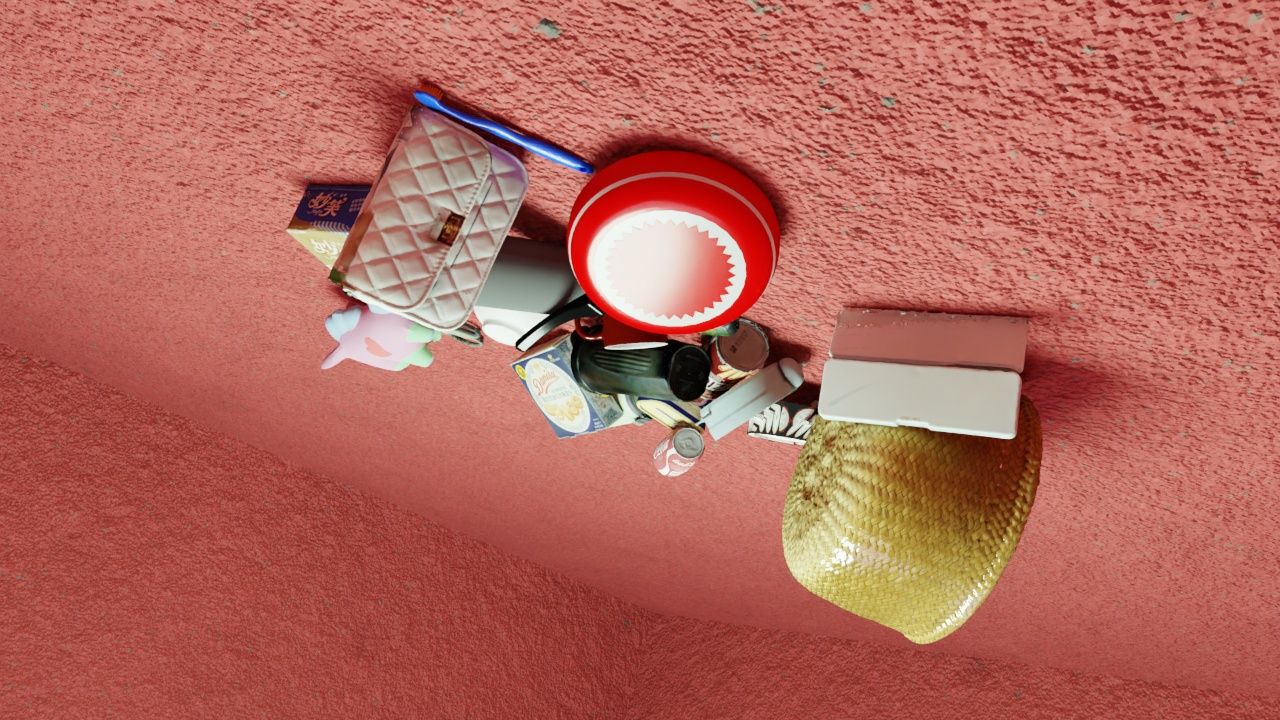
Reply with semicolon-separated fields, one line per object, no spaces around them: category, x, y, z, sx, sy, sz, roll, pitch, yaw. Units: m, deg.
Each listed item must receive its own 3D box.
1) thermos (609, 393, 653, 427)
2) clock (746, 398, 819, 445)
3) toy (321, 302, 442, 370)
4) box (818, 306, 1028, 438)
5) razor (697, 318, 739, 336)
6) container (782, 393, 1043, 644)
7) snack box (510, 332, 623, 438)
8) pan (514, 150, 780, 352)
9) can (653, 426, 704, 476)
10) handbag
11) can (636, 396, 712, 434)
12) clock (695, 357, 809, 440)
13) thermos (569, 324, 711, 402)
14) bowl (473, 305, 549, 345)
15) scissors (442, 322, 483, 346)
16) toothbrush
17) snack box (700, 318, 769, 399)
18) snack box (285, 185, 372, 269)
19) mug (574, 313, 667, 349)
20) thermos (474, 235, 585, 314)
thermos;-0.029;0.063;1.388;0.082;0.082;0.232;29;155;-28
clock;0.213;0.083;1.280;0.115;0.065;0.154;7;172;21
toy;-0.382;-0.051;1.350;0.171;0.119;0.223;16;151;-5
box;0.290;0.008;0.950;0.197;0.134;0.041;6;164;26
razor;0.045;-0.044;1.090;0.152;0.067;0.054;11;157;33
container;0.298;0.148;1.074;0.196;0.306;0.308;22;158;-4
snack box;-0.111;0.041;1.361;0.145;0.042;0.145;-18;108;55
pan;-0.020;-0.076;0.941;0.209;0.067;0.357;37;130;-27
can;0.053;0.126;1.264;0.054;0.054;0.097;19;158;-6
handbag;-0.198;-0.133;0.886;0.138;0.194;0.072;25;175;-20
can;0.053;0.039;1.258;0.057;0.092;0.116;-5;149;44
clock;0.146;0.044;1.161;0.045;0.159;0.122;57;173;7
thermos;-0.007;0.007;1.176;0.098;0.098;0.221;33;165;-36
bowl;-0.173;-0.060;1.225;0.118;0.062;0.118;14;158;6
scissors;-0.317;-0.062;1.398;0.171;0.012;0.121;29;156;-19
toothbrush;-0.127;-0.219;0.877;0.182;0.018;0.016;21;154;-17
snack box;0.106;0.000;1.153;0.072;0.072;0.122;21;158;-11
snack box;-0.296;-0.139;1.115;0.203;0.069;0.155;6;155;25
mug;-0.024;-0.056;1.053;0.106;0.082;0.073;-4;176;3
thermos;-0.182;-0.101;1.000;0.240;0.082;0.082;5;167;-32
